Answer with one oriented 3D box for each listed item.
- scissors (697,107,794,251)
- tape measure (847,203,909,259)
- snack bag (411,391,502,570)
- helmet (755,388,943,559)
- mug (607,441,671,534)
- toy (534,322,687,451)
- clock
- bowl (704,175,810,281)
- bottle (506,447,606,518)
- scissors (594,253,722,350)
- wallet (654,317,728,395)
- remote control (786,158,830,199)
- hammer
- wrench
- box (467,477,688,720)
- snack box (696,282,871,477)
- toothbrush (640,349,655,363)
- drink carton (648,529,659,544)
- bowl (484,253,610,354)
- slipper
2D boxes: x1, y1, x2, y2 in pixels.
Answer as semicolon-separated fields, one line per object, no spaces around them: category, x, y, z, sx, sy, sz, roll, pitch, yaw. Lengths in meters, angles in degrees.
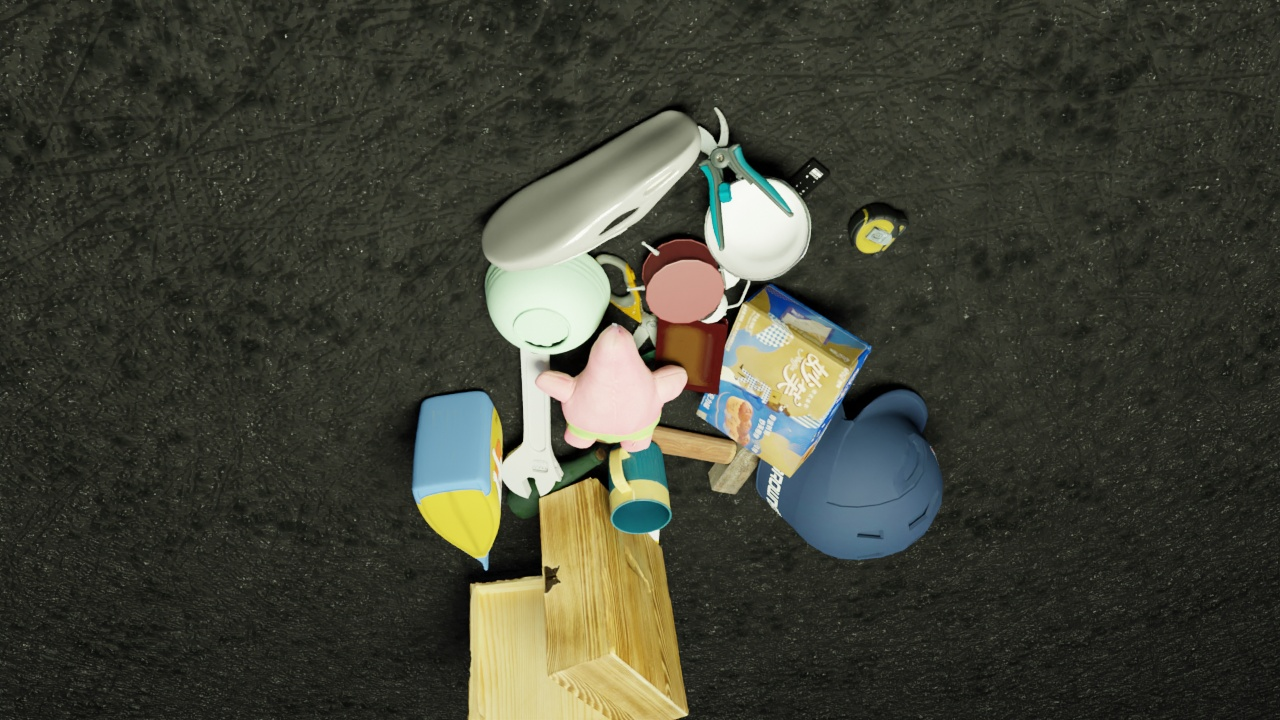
scissors;0.105;-0.190;0.977;0.124;0.019;0.154;8;105;13
tape measure;0.278;-0.154;1.088;0.061;0.034;0.062;17;129;-21
snack bag;-0.231;0.166;1.243;0.102;0.158;0.205;-8;137;2
helmet;0.328;0.162;1.315;0.271;0.223;0.232;-40;141;-22
mug;-0.009;0.164;1.258;0.083;0.107;0.113;-20;136;17
toy;-0.036;0.033;1.141;0.192;0.096;0.237;0;143;-4
clock;0.060;-0.091;1.082;0.137;0.048;0.096;8;130;-15
bowl;0.134;-0.149;1.023;0.116;0.065;0.116;3;103;15
bottle;-0.117;0.171;1.329;0.175;0.055;0.055;-33;131;29
scissors;0.026;-0.065;1.152;0.217;0.016;0.225;-19;135;11
wallet;0.060;-0.008;1.160;0.091;0.018;0.116;10;127;7
remote control;0.158;-0.177;1.063;0.030;0.009;0.140;29;124;-32
hammer;0.038;0.110;1.314;0.300;0.037;0.158;12;132;-20
wrench;-0.150;0.078;1.237;0.087;0.018;0.274;7;124;8
box;-0.122;0.400;1.328;0.324;0.278;0.284;-26;133;15
snack box;0.178;0.028;1.173;0.155;0.069;0.203;34;134;16
toothbrush;-0.007;0.007;1.202;0.190;0.017;0.016;-24;130;21
drink carton;0.005;0.259;1.443;0.040;0.058;0.123;-4;135;-5
bowl;-0.113;-0.061;1.082;0.151;0.076;0.151;1;136;1
slipper;-0.043;-0.165;0.988;0.266;0.112;0.080;-31;143;14
